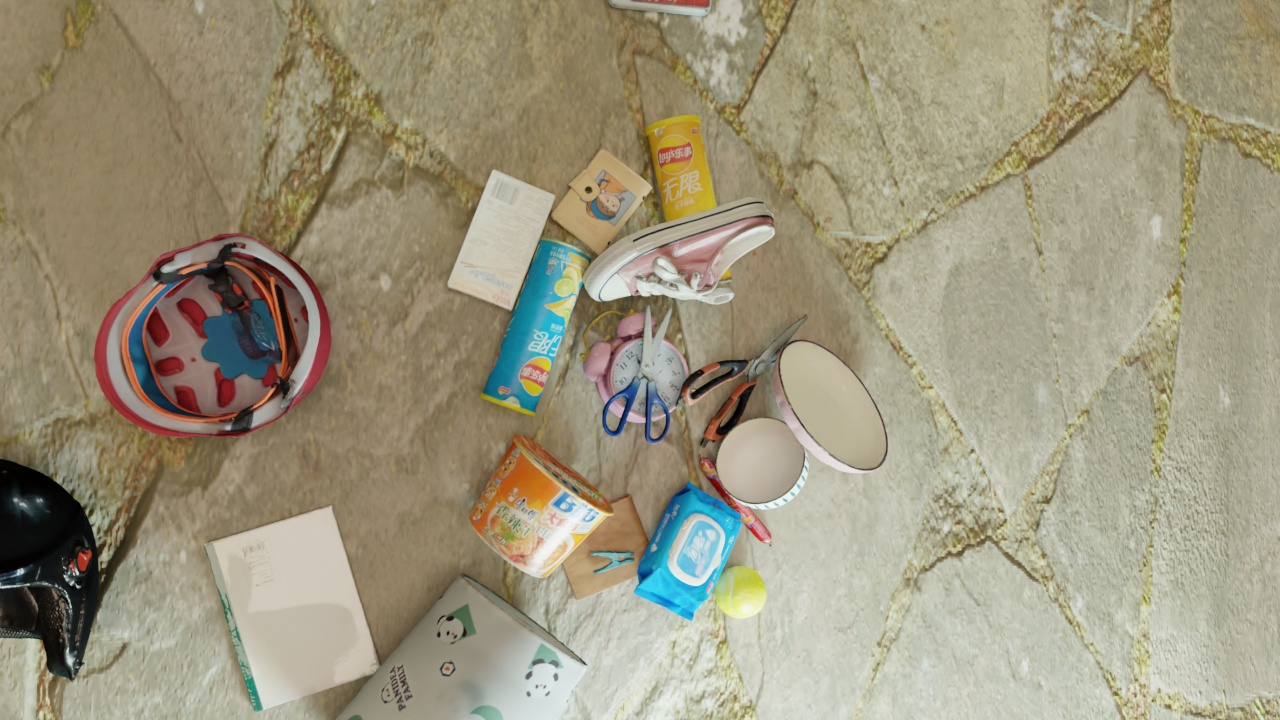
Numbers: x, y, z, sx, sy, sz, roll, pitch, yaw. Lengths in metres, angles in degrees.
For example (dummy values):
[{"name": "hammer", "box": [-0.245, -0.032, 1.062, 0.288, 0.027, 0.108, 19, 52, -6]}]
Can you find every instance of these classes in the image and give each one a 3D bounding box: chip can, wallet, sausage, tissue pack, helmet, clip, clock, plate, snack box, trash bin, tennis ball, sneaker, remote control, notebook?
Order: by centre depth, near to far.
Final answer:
[{"name": "helmet", "box": [-0.670, 0.205, 0.907, 0.233, 0.276, 0.229, 0, 62, -21]}, {"name": "helmet", "box": [-0.454, -0.022, 1.018, 0.240, 0.144, 0.207, -23, 93, 3]}, {"name": "trash bin", "box": [-0.205, 0.395, 1.027, 0.229, 0.230, 0.251, 38, 77, -9]}, {"name": "sneaker", "box": [0.049, -0.110, 1.084, 0.241, 0.118, 0.087, -20, 70, 11]}, {"name": "notebook", "box": [-0.410, 0.293, 1.085, 0.150, 0.012, 0.209, -16, 92, -11]}, {"name": "chip can", "box": [-0.126, -0.041, 1.118, 0.071, 0.071, 0.210, 21, 85, -11]}, {"name": "snack box", "box": [-0.171, -0.148, 1.134, 0.084, 0.027, 0.156, 21, 85, -11]}, {"name": "clip", "box": [-0.034, 0.248, 1.144, 0.055, 0.013, 0.037, -9, 93, -8]}, {"name": "clock", "box": [-0.007, 0.007, 1.148, 0.117, 0.060, 0.158, -41, 97, -9]}, {"name": "tissue pack", "box": [0.061, 0.240, 1.150, 0.095, 0.052, 0.157, 34, 72, -16]}, {"name": "wallet", "box": [-0.047, 0.237, 1.159, 0.115, 0.020, 0.101, -23, 93, -9]}, {"name": "chip can", "box": [0.062, -0.197, 1.161, 0.072, 0.072, 0.213, -13, 92, -12]}, {"name": "plate", "box": [0.234, 0.063, 1.163, 0.192, 0.039, 0.192, 27, 42, -27]}, {"name": "wallet", "box": [-0.052, -0.202, 1.163, 0.087, 0.024, 0.115, 39, 83, -14]}, {"name": "tennis ball", "box": [0.127, 0.295, 1.169, 0.065, 0.065, 0.065, 0, 89, -12]}, {"name": "remote control", "box": [0.025, -0.478, 1.183, 0.136, 0.020, 0.056, 2, 90, -12]}, {"name": "sausage", "box": [0.123, 0.183, 1.194, 0.020, 0.020, 0.156, -40, 97, -10]}]

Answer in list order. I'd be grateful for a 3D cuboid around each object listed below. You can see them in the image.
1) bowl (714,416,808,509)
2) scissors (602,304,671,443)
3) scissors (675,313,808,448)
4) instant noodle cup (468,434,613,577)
[{"name": "bowl", "box": [0.160, 0.137, 1.168, 0.117, 0.066, 0.116, -11, 61, 20]}, {"name": "scissors", "box": [-0.003, 0.018, 1.113, 0.144, 0.012, 0.170, -21, 94, -12]}, {"name": "scissors", "box": [0.133, 0.022, 1.172, 0.188, 0.015, 0.224, 17, 103, -43]}, {"name": "instant noodle cup", "box": [-0.123, 0.176, 1.084, 0.151, 0.151, 0.111, 38, 90, -9]}]
